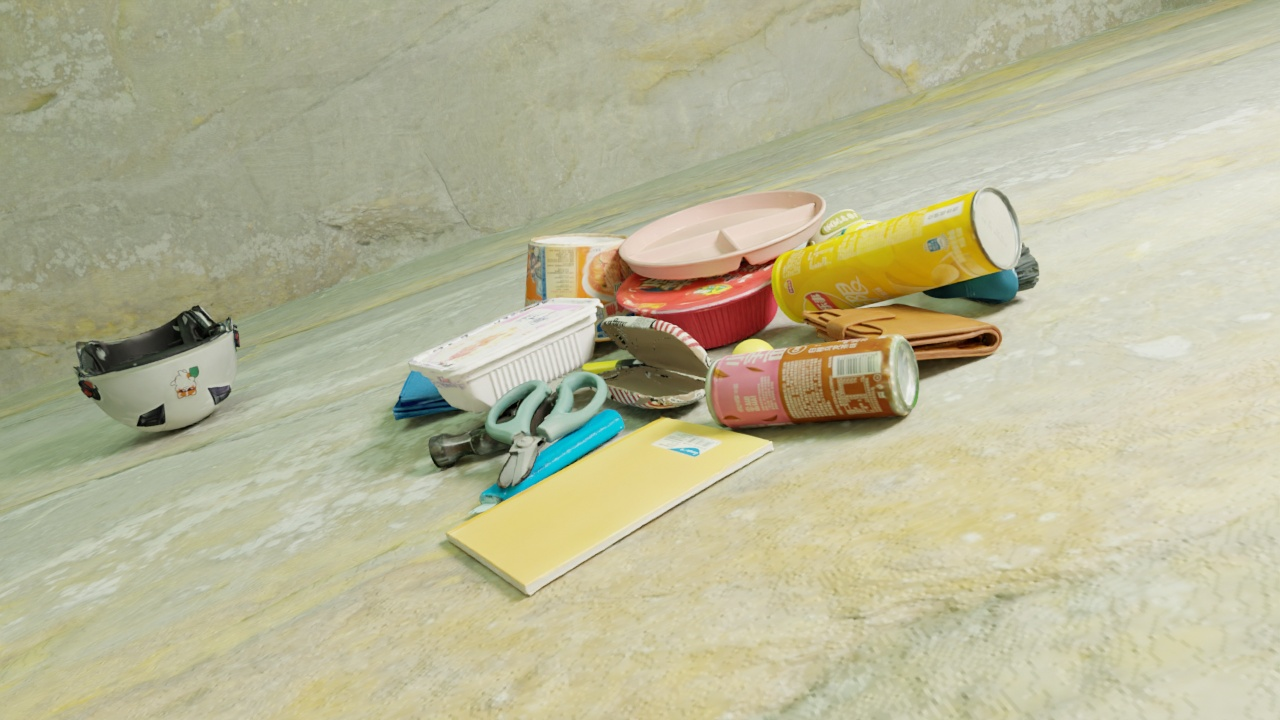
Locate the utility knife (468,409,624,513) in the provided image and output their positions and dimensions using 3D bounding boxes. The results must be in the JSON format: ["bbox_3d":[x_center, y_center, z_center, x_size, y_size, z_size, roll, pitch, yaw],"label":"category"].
[{"bbox_3d":[-0.074,0.083,0.747,0.159,0.018,0.034,-32,20,-35],"label":"utility knife"}]

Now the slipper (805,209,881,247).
[{"bbox_3d":[0.216,-0.119,0.996,0.091,0.081,0.191,-26,15,-18],"label":"slipper"}]

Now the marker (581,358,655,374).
[{"bbox_3d":[-0.006,0.005,0.942,0.124,0.015,0.018,-6,20,29],"label":"marker"}]

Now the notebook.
[{"bbox_3d":[-0.025,0.095,0.664,0.205,0.010,0.146,-27,17,-27],"label":"notebook"}]

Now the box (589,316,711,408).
[{"bbox_3d":[0.008,-0.006,0.832,0.076,0.087,0.163,-9,8,-25],"label":"box"}]

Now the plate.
[{"bbox_3d":[0.090,-0.138,1.007,0.229,0.028,0.229,-14,23,6],"label":"plate"}]

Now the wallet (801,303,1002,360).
[{"bbox_3d":[0.204,-0.024,0.739,0.107,0.031,0.132,-5,12,-14],"label":"wallet"}]

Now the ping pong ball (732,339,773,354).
[{"bbox_3d":[0.097,0.002,0.786,0.040,0.040,0.040,-17,16,5],"label":"ping pong ball"}]

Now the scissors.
[{"bbox_3d":[-0.068,0.053,0.767,0.130,0.019,0.185,-18,26,-3],"label":"scissors"}]

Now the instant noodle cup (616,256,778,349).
[{"bbox_3d":[0.075,-0.066,0.974,0.194,0.066,0.193,-15,23,6],"label":"instant noodle cup"}]

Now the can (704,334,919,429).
[{"bbox_3d":[0.124,0.017,0.671,0.148,0.058,0.057,-7,19,33],"label":"can"}]

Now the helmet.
[{"bbox_3d":[-0.725,0.029,1.406,0.229,0.157,0.274,-26,28,-35],"label":"helmet"}]

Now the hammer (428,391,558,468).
[{"bbox_3d":[-0.120,0.024,0.972,0.126,0.032,0.322,-16,15,9],"label":"hammer"}]

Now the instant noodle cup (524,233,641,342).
[{"bbox_3d":[-0.071,-0.090,1.090,0.151,0.111,0.151,-1,14,0],"label":"instant noodle cup"}]

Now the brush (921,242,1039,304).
[{"bbox_3d":[0.289,-0.080,0.825,0.073,0.055,0.144,-23,16,-7],"label":"brush"}]

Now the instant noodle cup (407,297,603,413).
[{"bbox_3d":[-0.126,-0.004,0.902,0.173,0.060,0.138,-25,16,-27],"label":"instant noodle cup"}]

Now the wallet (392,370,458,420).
[{"bbox_3d":[-0.224,0.031,1.055,0.106,0.040,0.133,-10,15,-2],"label":"wallet"}]

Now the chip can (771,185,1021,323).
[{"bbox_3d":[0.215,-0.088,0.802,0.071,0.072,0.214,-32,10,-40],"label":"chip can"}]
